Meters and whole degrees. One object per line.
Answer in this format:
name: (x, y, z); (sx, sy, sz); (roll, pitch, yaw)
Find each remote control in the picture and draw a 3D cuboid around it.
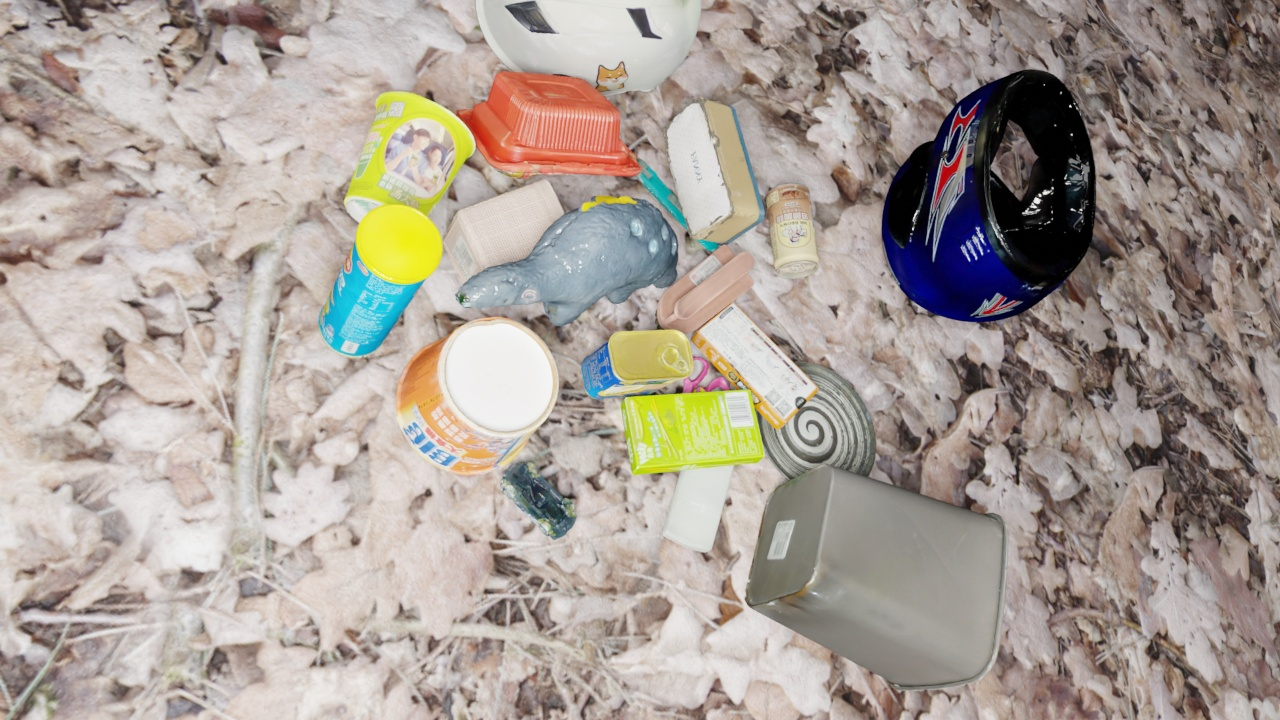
remote control: (0.071, 0.142, 1.051); (0.058, 0.021, 0.149); (24, 62, -8)

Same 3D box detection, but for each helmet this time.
helmet: (-0.046, -0.434, 1.079); (0.273, 0.157, 0.230); (2, 89, -19)
helmet: (0.452, -0.207, 1.244); (0.247, 0.241, 0.315); (15, 77, -24)

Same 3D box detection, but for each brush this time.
brush: (0.075, -0.082, 1.103); (0.145, 0.073, 0.063); (-38, 94, -31)

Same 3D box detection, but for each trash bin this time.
trash bin: (0.256, 0.237, 1.030); (0.219, 0.199, 0.198); (24, 61, -11)

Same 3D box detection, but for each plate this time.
plate: (0.216, 0.086, 1.144); (0.179, 0.024, 0.179); (10, 64, -21)

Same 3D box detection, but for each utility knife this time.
utility knife: (0.056, -0.185, 1.163); (0.182, 0.013, 0.029); (45, 58, -9)

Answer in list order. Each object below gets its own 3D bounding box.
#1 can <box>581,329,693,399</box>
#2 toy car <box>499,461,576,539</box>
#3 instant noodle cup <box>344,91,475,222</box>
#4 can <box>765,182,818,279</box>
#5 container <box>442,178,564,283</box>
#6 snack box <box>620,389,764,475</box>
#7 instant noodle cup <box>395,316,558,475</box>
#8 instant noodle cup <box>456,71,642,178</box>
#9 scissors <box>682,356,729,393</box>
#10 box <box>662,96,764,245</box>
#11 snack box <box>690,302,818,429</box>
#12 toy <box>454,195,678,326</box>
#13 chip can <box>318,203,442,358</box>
can: (-0.006, 0.006, 1.022); (0.102, 0.083, 0.057); (-3, 75, -30)
toy car: (-0.107, 0.145, 0.949); (0.090, 0.034, 0.042); (45, 61, -5)
instant noodle cup: (-0.247, -0.195, 0.954); (0.111, 0.112, 0.123); (27, 70, -18)
can: (0.200, -0.171, 1.209); (0.058, 0.059, 0.116); (5, 71, -27)
container: (-0.144, -0.129, 0.994); (0.110, 0.090, 0.090); (-24, 85, -29)
snack box: (0.059, 0.080, 1.045); (0.156, 0.026, 0.085); (-4, 68, -18)
instant noodle cup: (-0.157, 0.031, 0.915); (0.151, 0.112, 0.151); (10, 68, -25)
instant noodle cup: (-0.097, -0.266, 1.029); (0.188, 0.079, 0.164); (-4, 36, -30)
scissors: (0.045, 0.045, 1.078); (0.137, 0.017, 0.073); (-33, 91, -29)
box: (0.091, -0.230, 1.144); (0.061, 0.090, 0.184); (-1, 72, -40)
snack box: (0.139, 0.005, 1.116); (0.153, 0.026, 0.075); (46, 56, 7)
toy: (-0.039, -0.107, 0.958); (0.091, 0.138, 0.355); (51, 35, 17)
chip can: (-0.244, -0.067, 0.843); (0.071, 0.211, 0.071); (9, 69, -25)
